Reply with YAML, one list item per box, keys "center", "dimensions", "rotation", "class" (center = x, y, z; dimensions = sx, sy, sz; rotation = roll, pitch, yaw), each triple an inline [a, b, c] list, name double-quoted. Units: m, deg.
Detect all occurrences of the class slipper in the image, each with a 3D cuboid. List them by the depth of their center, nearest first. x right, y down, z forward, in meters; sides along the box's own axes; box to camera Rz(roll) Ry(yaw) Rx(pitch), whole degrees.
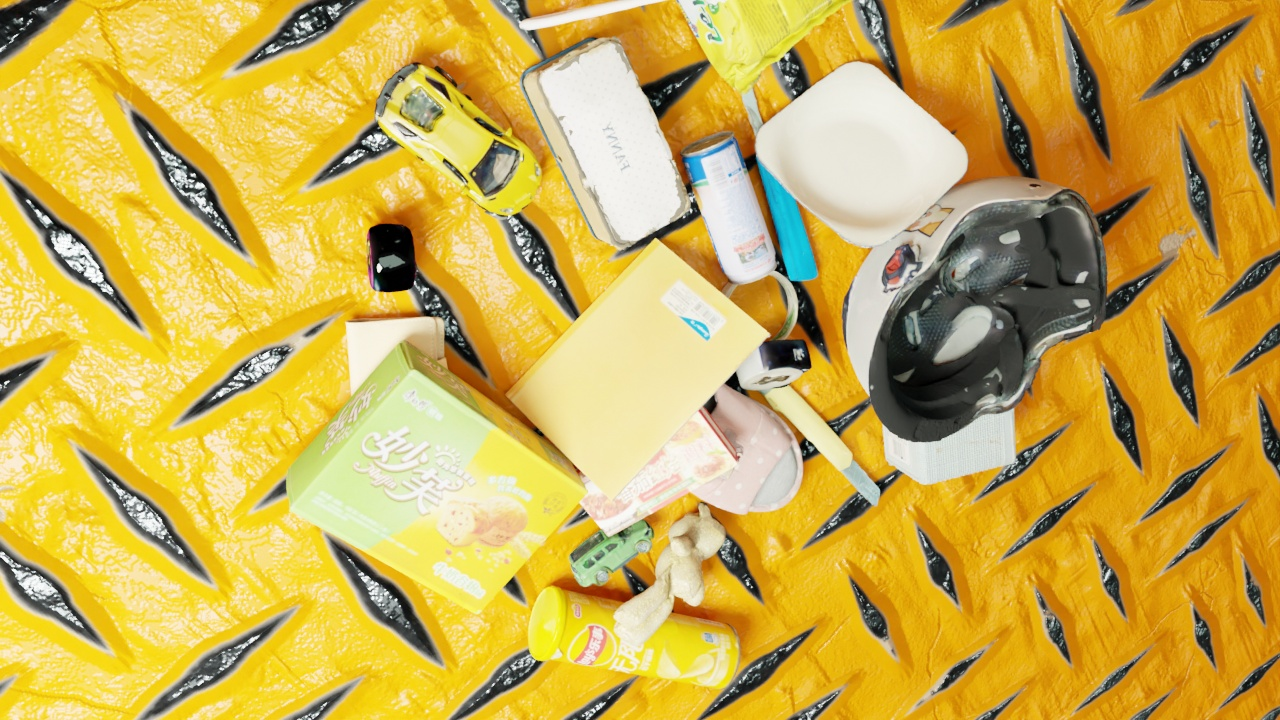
- center: [0.062, 0.070, 0.905]
  dimensions: [0.274, 0.054, 0.114]
  rotation: [35, 91, -23]
  class: "slipper"

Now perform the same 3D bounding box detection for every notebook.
- center: [-0.005, 0.005, 0.837]
  dimensions: [0.146, 0.010, 0.206]
  rotation: [42, 87, 17]
  class: "notebook"

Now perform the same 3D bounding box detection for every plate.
- center: [0.205, -0.189, 0.864]
  dimensions: [0.163, 0.034, 0.164]
  rotation: [-39, 76, -15]
  class: "plate"

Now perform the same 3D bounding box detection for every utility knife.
- center: [0.130, -0.175, 0.883]
  dimensions: [0.034, 0.018, 0.219]
  rotation: [-32, 113, -29]
  class: "utility knife"
- center: [0.197, 0.088, 0.980]
  dimensions: [0.031, 0.022, 0.216]
  rotation: [-46, 108, -2]
  class: "utility knife"

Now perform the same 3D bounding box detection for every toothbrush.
- center: [-0.013, -0.292, 0.764]
  dimensions: [0.180, 0.016, 0.016]
  rotation: [-8, 124, 7]
  class: "toothbrush"

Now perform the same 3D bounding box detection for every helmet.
- center: [0.305, -0.066, 0.902]
  dimensions: [0.274, 0.156, 0.230]
  rotation: [-44, 126, 8]
  class: "helmet"

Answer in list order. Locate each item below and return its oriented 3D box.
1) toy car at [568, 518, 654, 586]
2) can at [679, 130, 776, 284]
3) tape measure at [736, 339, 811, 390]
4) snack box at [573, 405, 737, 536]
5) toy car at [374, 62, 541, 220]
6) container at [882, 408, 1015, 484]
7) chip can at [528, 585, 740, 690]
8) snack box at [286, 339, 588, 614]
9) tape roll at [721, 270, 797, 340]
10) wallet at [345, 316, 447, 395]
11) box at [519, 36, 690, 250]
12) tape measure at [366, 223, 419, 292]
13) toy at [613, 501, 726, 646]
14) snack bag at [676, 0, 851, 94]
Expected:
- center: [-0.029, 0.186, 0.911]
  dimensions: [0.091, 0.043, 0.036]
  rotation: [-32, 112, -10]
  class: "toy car"
- center: [0.084, -0.141, 0.855]
  dimensions: [0.053, 0.053, 0.134]
  rotation: [-28, 112, -12]
  class: "can"
- center: [0.127, 0.006, 0.905]
  dimensions: [0.066, 0.066, 0.033]
  rotation: [-4, 69, -18]
  class: "tape measure"
- center: [0.009, 0.101, 0.869]
  dimensions: [0.153, 0.025, 0.075]
  rotation: [-32, 107, 17]
  class: "snack box"
- center: [-0.147, -0.182, 0.766]
  dimensions: [0.156, 0.041, 0.071]
  rotation: [38, 90, -26]
  class: "toy car"
- center: [0.327, 0.073, 0.988]
  dimensions: [0.111, 0.090, 0.090]
  rotation: [-14, 108, -13]
  class: "container"
- center: [-0.004, 0.283, 0.932]
  dimensions: [0.213, 0.072, 0.072]
  rotation: [18, 98, -25]
  class: "chip can"
- center: [-0.174, 0.107, 0.804]
  dimensions: [0.158, 0.070, 0.210]
  rotation: [-48, 121, 4]
  class: "snack box"
- center: [0.117, -0.050, 0.915]
  dimensions: [0.085, 0.014, 0.086]
  rotation: [-5, 106, -19]
  class: "tape roll"
- center: [-0.211, 0.018, 0.808]
  dimensions: [0.087, 0.024, 0.115]
  rotation: [-5, 106, -21]
  class: "wallet"
- center: [-0.032, -0.193, 0.796]
  dimensions: [0.089, 0.062, 0.184]
  rotation: [-29, 111, -12]
  class: "box"
- center: [-0.205, -0.086, 0.762]
  dimensions: [0.039, 0.057, 0.058]
  rotation: [-4, 97, -21]
  class: "tape measure"
- center: [0.029, 0.212, 0.906]
  dimensions: [0.156, 0.066, 0.105]
  rotation: [-46, 134, -33]
  class: "toy"
- center: [0.087, -0.378, 0.784]
  dimensions: [0.158, 0.068, 0.246]
  rotation: [-38, 113, -7]
  class: "snack bag"
